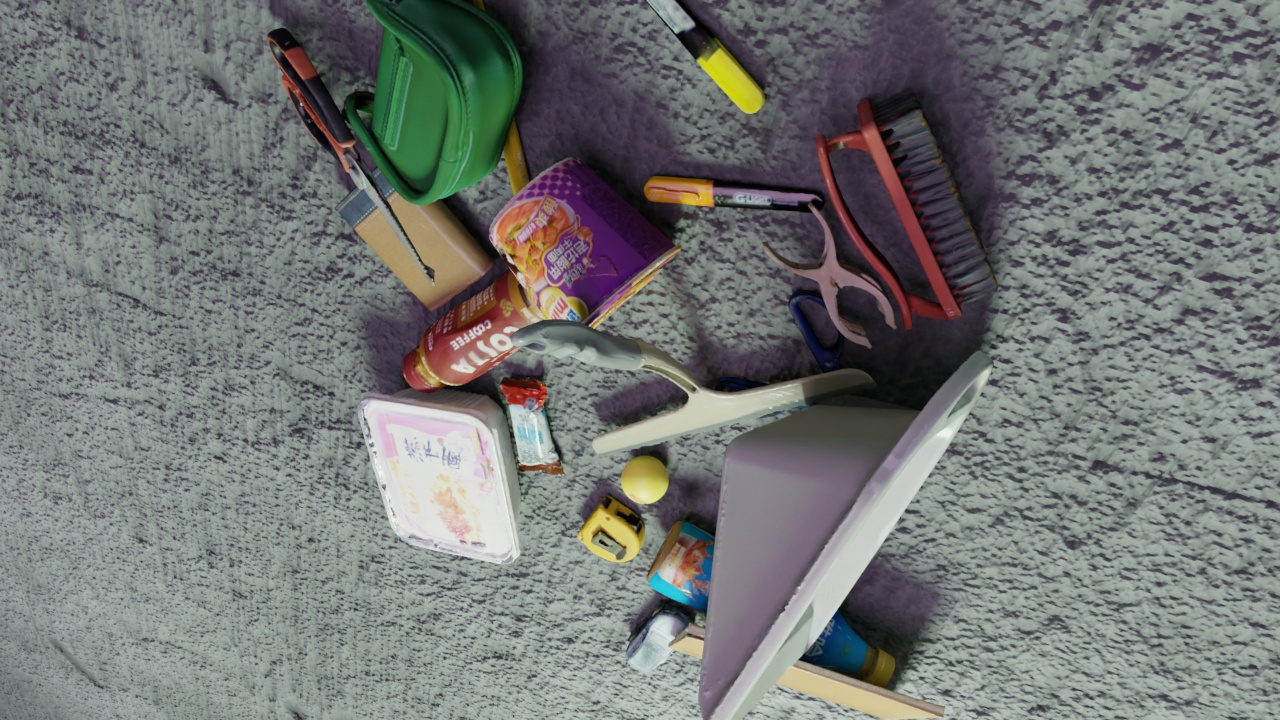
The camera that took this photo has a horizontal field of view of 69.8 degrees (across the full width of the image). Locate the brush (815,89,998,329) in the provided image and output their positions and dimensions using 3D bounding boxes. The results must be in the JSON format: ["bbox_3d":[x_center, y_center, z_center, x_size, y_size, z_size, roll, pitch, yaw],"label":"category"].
[{"bbox_3d":[0.163,-0.086,0.562,0.069,0.063,0.146,-23,112,22],"label":"brush"}]

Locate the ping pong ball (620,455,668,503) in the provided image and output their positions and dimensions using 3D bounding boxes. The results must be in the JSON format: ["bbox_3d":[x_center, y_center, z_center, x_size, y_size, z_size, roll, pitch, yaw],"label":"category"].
[{"bbox_3d":[0.004,0.100,0.772,0.040,0.040,0.040,12,126,17],"label":"ping pong ball"}]

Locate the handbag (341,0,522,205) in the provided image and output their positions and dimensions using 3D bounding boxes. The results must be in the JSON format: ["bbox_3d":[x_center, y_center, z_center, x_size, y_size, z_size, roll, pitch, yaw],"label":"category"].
[{"bbox_3d":[-0.147,-0.180,0.620,0.120,0.067,0.132,40,140,10],"label":"handbag"}]

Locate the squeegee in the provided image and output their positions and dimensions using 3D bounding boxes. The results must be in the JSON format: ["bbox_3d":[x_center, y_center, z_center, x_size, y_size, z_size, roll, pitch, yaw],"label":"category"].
[{"bbox_3d":[-0.004,0.004,0.627,0.247,0.039,0.246,-18,156,31],"label":"squeegee"}]

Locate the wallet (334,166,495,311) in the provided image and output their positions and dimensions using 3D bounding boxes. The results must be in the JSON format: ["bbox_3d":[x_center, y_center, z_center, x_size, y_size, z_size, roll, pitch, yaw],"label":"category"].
[{"bbox_3d":[-0.177,-0.100,0.724,0.090,0.033,0.115,-28,108,39],"label":"wallet"}]

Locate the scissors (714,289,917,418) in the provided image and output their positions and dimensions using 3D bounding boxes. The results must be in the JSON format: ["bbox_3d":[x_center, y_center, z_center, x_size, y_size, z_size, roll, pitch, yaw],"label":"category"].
[{"bbox_3d":[0.136,0.020,0.678,0.176,0.012,0.162,2,124,20],"label":"scissors"}]

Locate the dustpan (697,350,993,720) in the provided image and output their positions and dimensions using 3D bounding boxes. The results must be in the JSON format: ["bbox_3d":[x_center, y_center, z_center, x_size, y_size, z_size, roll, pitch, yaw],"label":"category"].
[{"bbox_3d":[0.143,0.118,0.592,0.143,0.222,0.258,5,97,29],"label":"dustpan"}]

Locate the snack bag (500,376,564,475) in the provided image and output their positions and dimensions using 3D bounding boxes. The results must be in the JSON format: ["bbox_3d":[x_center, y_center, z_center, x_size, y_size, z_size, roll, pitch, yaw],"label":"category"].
[{"bbox_3d":[-0.094,0.060,0.798,0.045,0.026,0.105,2,124,13],"label":"snack bag"}]

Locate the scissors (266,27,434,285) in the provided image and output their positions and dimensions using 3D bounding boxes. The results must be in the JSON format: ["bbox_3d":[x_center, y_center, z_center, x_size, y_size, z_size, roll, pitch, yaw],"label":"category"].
[{"bbox_3d":[-0.210,-0.140,0.673,0.177,0.015,0.210,24,140,55],"label":"scissors"}]

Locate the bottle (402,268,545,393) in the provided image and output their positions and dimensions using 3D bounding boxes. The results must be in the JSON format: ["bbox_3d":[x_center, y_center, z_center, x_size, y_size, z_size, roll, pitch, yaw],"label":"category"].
[{"bbox_3d":[-0.126,-0.023,0.736,0.175,0.057,0.057,-29,107,36],"label":"bottle"}]

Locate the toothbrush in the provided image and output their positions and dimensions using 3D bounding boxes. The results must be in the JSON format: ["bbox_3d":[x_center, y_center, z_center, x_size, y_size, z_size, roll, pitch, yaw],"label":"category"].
[{"bbox_3d":[-0.101,-0.188,0.639,0.016,0.016,0.190,4,123,23],"label":"toothbrush"}]

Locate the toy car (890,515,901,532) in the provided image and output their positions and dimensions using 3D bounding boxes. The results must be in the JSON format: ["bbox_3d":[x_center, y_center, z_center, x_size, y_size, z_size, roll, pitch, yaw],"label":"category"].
[{"bbox_3d":[0.167,0.134,0.727,0.049,0.031,0.106,29,126,4],"label":"toy car"}]

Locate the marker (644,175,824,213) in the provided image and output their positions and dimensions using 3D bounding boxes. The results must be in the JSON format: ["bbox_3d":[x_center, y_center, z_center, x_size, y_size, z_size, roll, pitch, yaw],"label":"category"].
[{"bbox_3d":[0.062,-0.111,0.620,0.124,0.015,0.018,8,131,17],"label":"marker"}]

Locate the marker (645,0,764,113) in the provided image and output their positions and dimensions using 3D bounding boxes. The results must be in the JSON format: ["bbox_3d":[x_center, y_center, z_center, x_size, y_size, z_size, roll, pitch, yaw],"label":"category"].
[{"bbox_3d":[0.033,-0.204,0.572,0.124,0.015,0.018,46,127,-6],"label":"marker"}]

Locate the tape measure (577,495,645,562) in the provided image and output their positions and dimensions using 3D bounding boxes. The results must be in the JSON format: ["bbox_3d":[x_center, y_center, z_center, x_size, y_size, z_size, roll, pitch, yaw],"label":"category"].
[{"bbox_3d":[-0.026,0.158,0.832,0.057,0.028,0.060,34,129,-1],"label":"tape measure"}]

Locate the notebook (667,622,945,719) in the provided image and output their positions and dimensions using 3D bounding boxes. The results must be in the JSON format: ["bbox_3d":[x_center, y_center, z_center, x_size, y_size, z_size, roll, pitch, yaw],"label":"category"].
[{"bbox_3d":[0.131,0.272,0.789,0.211,0.012,0.150,18,158,2],"label":"notebook"}]

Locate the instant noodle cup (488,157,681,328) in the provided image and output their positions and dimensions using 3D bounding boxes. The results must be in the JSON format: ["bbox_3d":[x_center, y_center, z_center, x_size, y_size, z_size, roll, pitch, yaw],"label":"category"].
[{"bbox_3d":[-0.044,-0.077,0.636,0.099,0.111,0.112,48,128,-2],"label":"instant noodle cup"}]

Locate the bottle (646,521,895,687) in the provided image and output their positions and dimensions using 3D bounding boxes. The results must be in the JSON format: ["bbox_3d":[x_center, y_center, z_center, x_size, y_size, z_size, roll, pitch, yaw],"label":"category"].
[{"bbox_3d":[0.113,0.215,0.786,0.219,0.065,0.065,29,129,3],"label":"bottle"}]

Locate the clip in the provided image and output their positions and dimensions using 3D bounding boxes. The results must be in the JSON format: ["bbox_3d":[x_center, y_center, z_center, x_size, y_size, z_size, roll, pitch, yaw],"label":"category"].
[{"bbox_3d":[0.129,-0.055,0.608,0.076,0.034,0.100,-41,102,18],"label":"clip"}]

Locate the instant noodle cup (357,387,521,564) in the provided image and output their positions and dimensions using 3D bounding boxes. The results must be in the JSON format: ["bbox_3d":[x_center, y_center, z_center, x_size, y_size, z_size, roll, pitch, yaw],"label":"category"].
[{"bbox_3d":[-0.171,0.096,0.836,0.138,0.060,0.174,8,123,19],"label":"instant noodle cup"}]

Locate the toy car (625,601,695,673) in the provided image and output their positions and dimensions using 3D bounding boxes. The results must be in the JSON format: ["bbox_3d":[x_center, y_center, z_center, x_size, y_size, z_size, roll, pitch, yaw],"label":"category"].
[{"bbox_3d":[0.017,0.269,0.886,0.043,0.034,0.091,36,127,2],"label":"toy car"}]
